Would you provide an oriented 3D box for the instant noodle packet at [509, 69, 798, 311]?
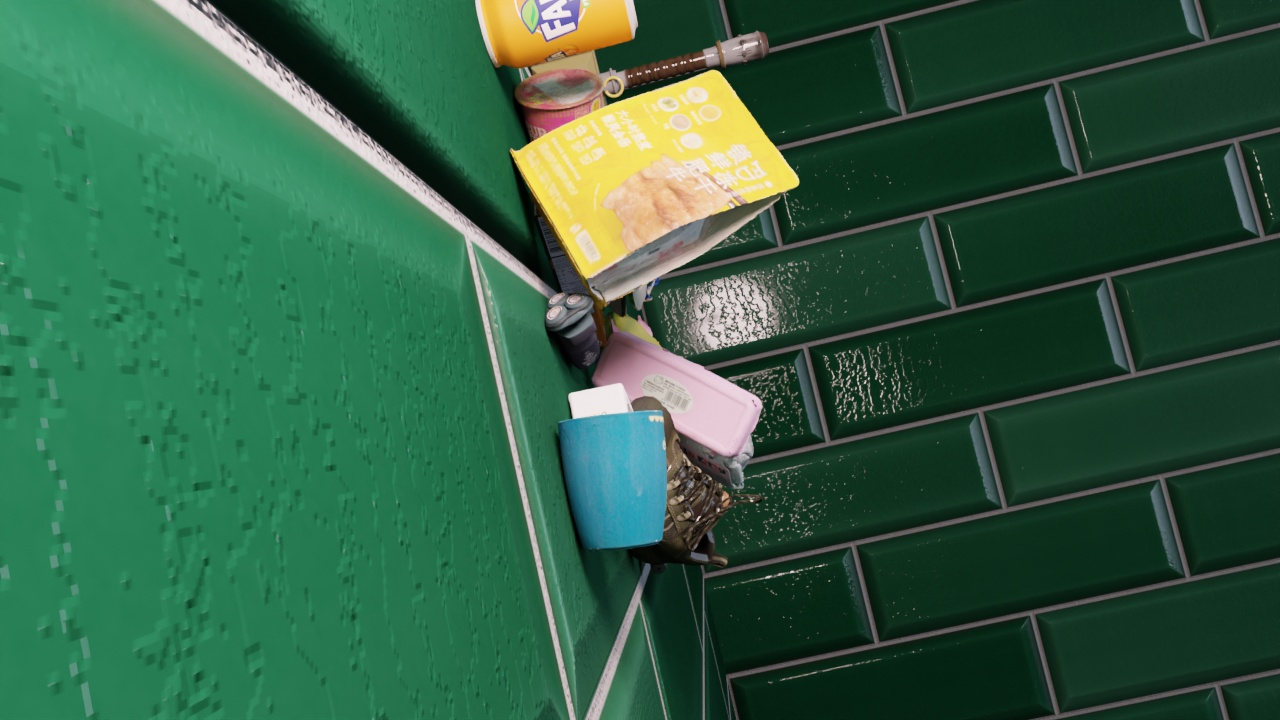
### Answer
[{"bbox_3d":[0.014,-0.170,0.859,0.163,0.221,0.084,60,-5,26],"label":"instant noodle packet"}]

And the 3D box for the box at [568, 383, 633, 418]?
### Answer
[{"bbox_3d":[-0.018,0.087,0.865,0.102,0.076,0.107,70,10,-58],"label":"box"}]

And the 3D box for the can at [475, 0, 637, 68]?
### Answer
[{"bbox_3d":[-0.078,-0.330,0.875,0.079,0.142,0.079,-11,88,-87],"label":"can"}]

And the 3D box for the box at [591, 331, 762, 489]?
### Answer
[{"bbox_3d":[0.033,0.063,1.039,0.073,0.202,0.150,-31,140,-48],"label":"box"}]

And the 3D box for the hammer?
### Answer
[{"bbox_3d":[0.020,-0.410,1.305,0.190,0.325,0.101,-95,171,-69],"label":"hammer"}]

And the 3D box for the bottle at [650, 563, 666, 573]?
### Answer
[{"bbox_3d":[0.019,0.227,1.181,0.112,0.047,0.047,-99,175,-56],"label":"bottle"}]

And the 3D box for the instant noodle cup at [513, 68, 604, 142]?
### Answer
[{"bbox_3d":[-0.084,-0.251,1.016,0.097,0.097,0.109,-99,-177,-49],"label":"instant noodle cup"}]

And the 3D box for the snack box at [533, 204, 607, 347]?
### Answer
[{"bbox_3d":[-0.077,-0.113,1.012,0.100,0.032,0.186,-100,175,-49],"label":"snack box"}]

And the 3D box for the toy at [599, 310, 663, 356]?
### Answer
[{"bbox_3d":[-0.007,0.007,1.230,0.190,0.088,0.237,54,18,-36],"label":"toy"}]

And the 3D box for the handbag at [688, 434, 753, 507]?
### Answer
[{"bbox_3d":[0.061,0.136,1.153,0.112,0.171,0.123,65,12,-74],"label":"handbag"}]

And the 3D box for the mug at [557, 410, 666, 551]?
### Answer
[{"bbox_3d":[-0.025,0.099,0.742,0.112,0.084,0.104,158,-73,-64],"label":"mug"}]

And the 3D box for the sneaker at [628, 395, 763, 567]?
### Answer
[{"bbox_3d":[0.048,0.151,0.988,0.100,0.143,0.238,-54,146,-39],"label":"sneaker"}]

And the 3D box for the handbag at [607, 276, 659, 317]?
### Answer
[{"bbox_3d":[-0.023,-0.157,1.168,0.199,0.093,0.201,-110,-173,-54],"label":"handbag"}]

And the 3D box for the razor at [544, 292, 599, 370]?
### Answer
[{"bbox_3d":[-0.060,-0.023,0.876,0.052,0.047,0.143,52,-9,20],"label":"razor"}]
